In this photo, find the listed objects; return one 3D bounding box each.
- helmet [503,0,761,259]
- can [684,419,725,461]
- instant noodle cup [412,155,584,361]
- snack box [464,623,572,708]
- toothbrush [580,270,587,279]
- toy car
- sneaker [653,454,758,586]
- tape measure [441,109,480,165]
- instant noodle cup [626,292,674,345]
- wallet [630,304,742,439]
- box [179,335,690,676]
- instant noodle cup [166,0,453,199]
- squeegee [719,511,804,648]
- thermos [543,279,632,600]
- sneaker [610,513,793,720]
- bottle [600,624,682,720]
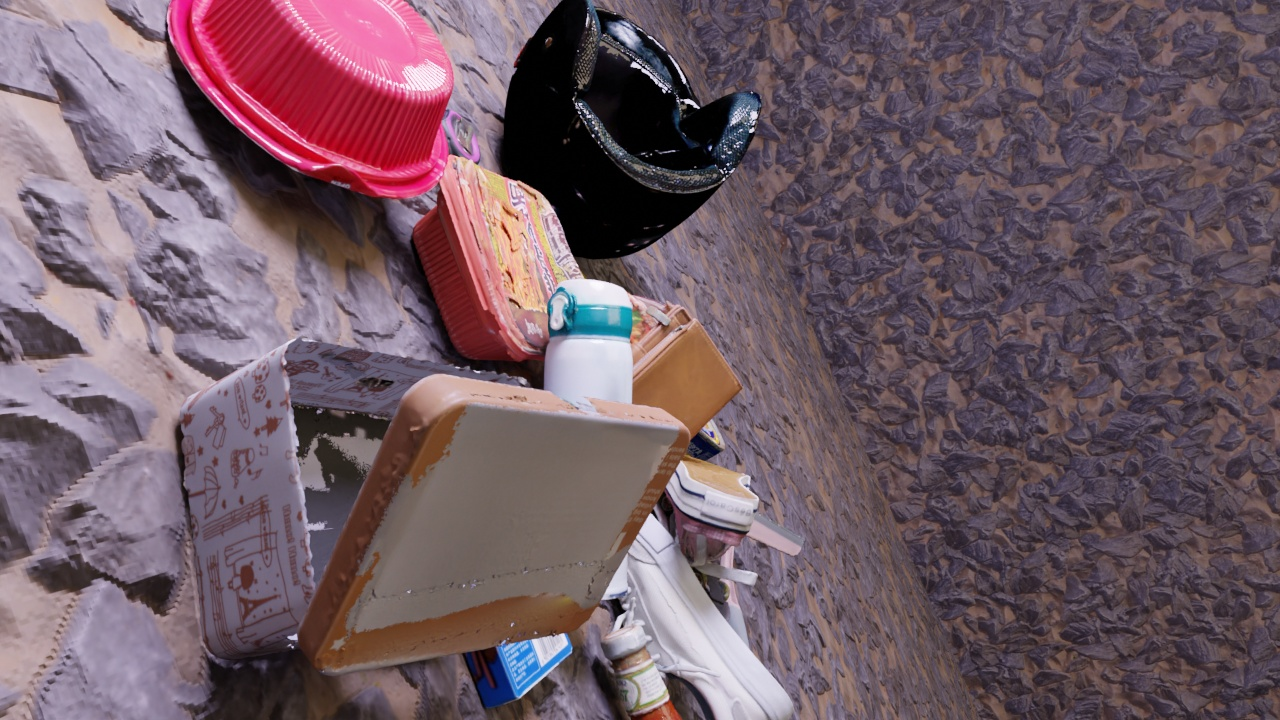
[{"bbox_3d":[-0.029,-0.242,0.950,0.233,0.231,0.274,23,38,-28],"label":"helmet"},{"bbox_3d":[0.045,0.073,1.033,0.148,0.049,0.074,42,20,-56],"label":"can"},{"bbox_3d":[-0.109,-0.066,0.735,0.164,0.079,0.188,69,17,9],"label":"instant noodle cup"},{"bbox_3d":[-0.099,0.133,0.595,0.157,0.026,0.084,68,19,4],"label":"snack box"},{"bbox_3d":[-0.031,-0.042,1.036,0.190,0.016,0.016,54,17,-35],"label":"toothbrush"},{"bbox_3d":[0.049,0.192,0.918,0.070,0.042,0.158,41,23,-51],"label":"toy car"},{"bbox_3d":[0.052,0.138,0.816,0.241,0.118,0.088,-127,-124,-88],"label":"sneaker"},{"bbox_3d":[-0.164,-0.187,0.792,0.057,0.039,0.057,43,29,-51],"label":"tape measure"},{"bbox_3d":[-0.005,0.005,0.878,0.108,0.138,0.138,-10,77,-81],"label":"instant noodle cup"},{"bbox_3d":[0.013,0.028,0.778,0.119,0.130,0.035,53,-11,-28],"label":"wallet"},{"bbox_3d":[-0.084,0.061,0.436,0.182,0.181,0.153,14,55,-58],"label":"box"},{"bbox_3d":[-0.191,-0.195,0.589,0.193,0.066,0.193,34,33,-26],"label":"instant noodle cup"},{"bbox_3d":[0.103,0.265,0.997,0.247,0.040,0.249,34,38,-32],"label":"squeegee"},{"bbox_3d":[-0.041,0.055,0.662,0.073,0.073,0.224,11,79,-69],"label":"thermos"},{"bbox_3d":[0.016,0.219,0.759,0.242,0.090,0.090,52,-19,15],"label":"sneaker"},{"bbox_3d":[0.023,0.300,0.683,0.206,0.060,0.059,68,18,6],"label":"bottle"}]
